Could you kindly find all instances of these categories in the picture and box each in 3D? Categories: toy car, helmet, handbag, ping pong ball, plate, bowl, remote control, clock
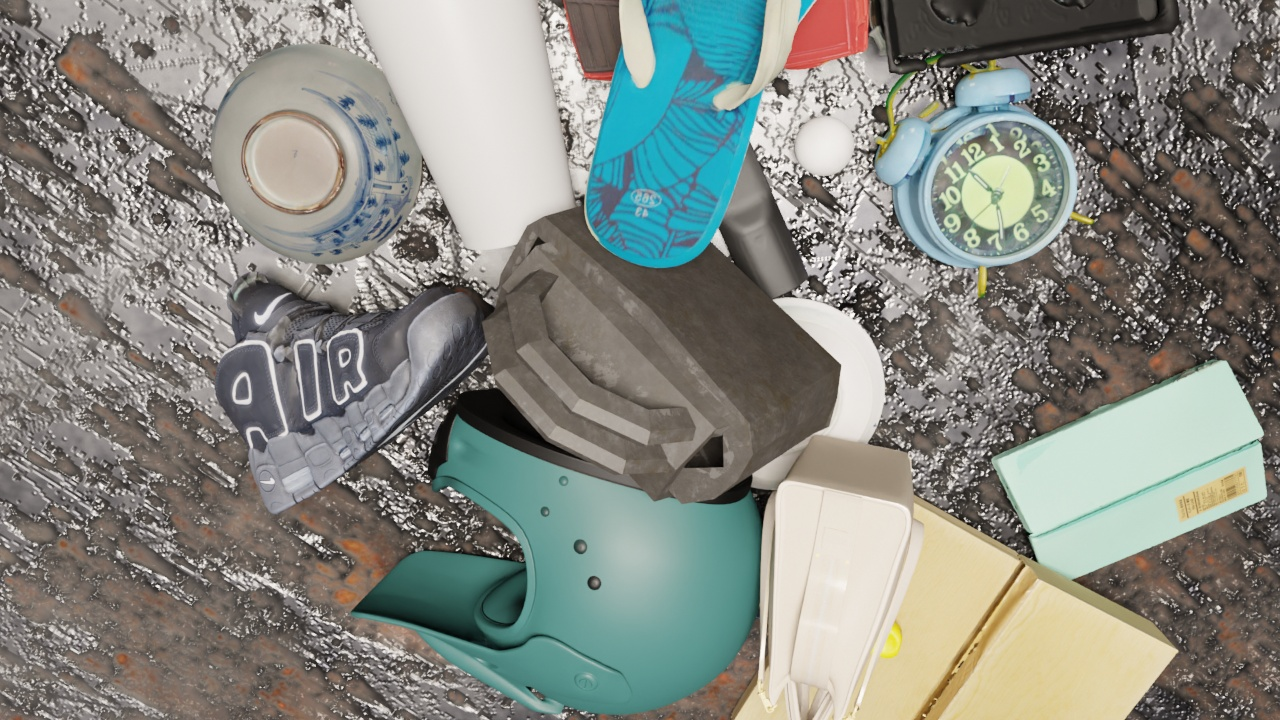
[{"bbox_3d":[0.232,-0.234,0.587,0.191,0.071,0.094,-11,94,-7],"label":"toy car"},{"bbox_3d":[-0.053,0.145,0.652,0.275,0.176,0.200,16,102,5],"label":"helmet"},{"bbox_3d":[-0.004,0.002,0.558,0.197,0.198,0.103,46,124,17],"label":"handbag"},{"bbox_3d":[0.127,0.164,0.621,0.101,0.194,0.198,11,98,15],"label":"handbag"},{"bbox_3d":[0.044,-0.217,0.570,0.190,0.056,0.082,0,133,19],"label":"toy car"},{"bbox_3d":[0.127,-0.148,0.633,0.040,0.040,0.040,0,107,-2],"label":"ping pong ball"},{"bbox_3d":[0.110,0.030,0.700,0.157,0.014,0.157,0,108,-1],"label":"plate"},{"bbox_3d":[-0.225,-0.135,0.618,0.150,0.056,0.151,0,106,-2],"label":"bowl"},{"bbox_3d":[0.073,-0.110,0.653,0.045,0.021,0.140,-26,105,5],"label":"remote control"},{"bbox_3d":[0.228,-0.133,0.631,0.118,0.060,0.162,-38,100,11],"label":"clock"}]

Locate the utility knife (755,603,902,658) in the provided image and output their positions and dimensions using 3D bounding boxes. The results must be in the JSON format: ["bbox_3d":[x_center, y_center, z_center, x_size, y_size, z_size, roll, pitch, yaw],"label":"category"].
[{"bbox_3d":[0.119,0.200,0.727,0.173,0.020,0.029,11,98,17],"label":"utility knife"}]

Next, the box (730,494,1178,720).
[{"bbox_3d":[0.240,0.258,0.739,0.253,0.068,0.247,30,104,7],"label":"box"}]

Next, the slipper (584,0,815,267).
[{"bbox_3d":[0.039,-0.195,0.502,0.118,0.060,0.295,23,97,19],"label":"slipper"}]

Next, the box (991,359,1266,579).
[{"bbox_3d":[0.386,0.095,0.716,0.187,0.052,0.139,-27,100,8],"label":"box"}]

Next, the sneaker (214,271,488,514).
[{"bbox_3d":[-0.210,-0.010,0.618,0.253,0.097,0.151,-35,94,35],"label":"sneaker"}]

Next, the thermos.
[{"bbox_3d":[-0.109,-0.188,0.577,0.131,0.131,0.222,-15,114,3],"label":"thermos"}]
